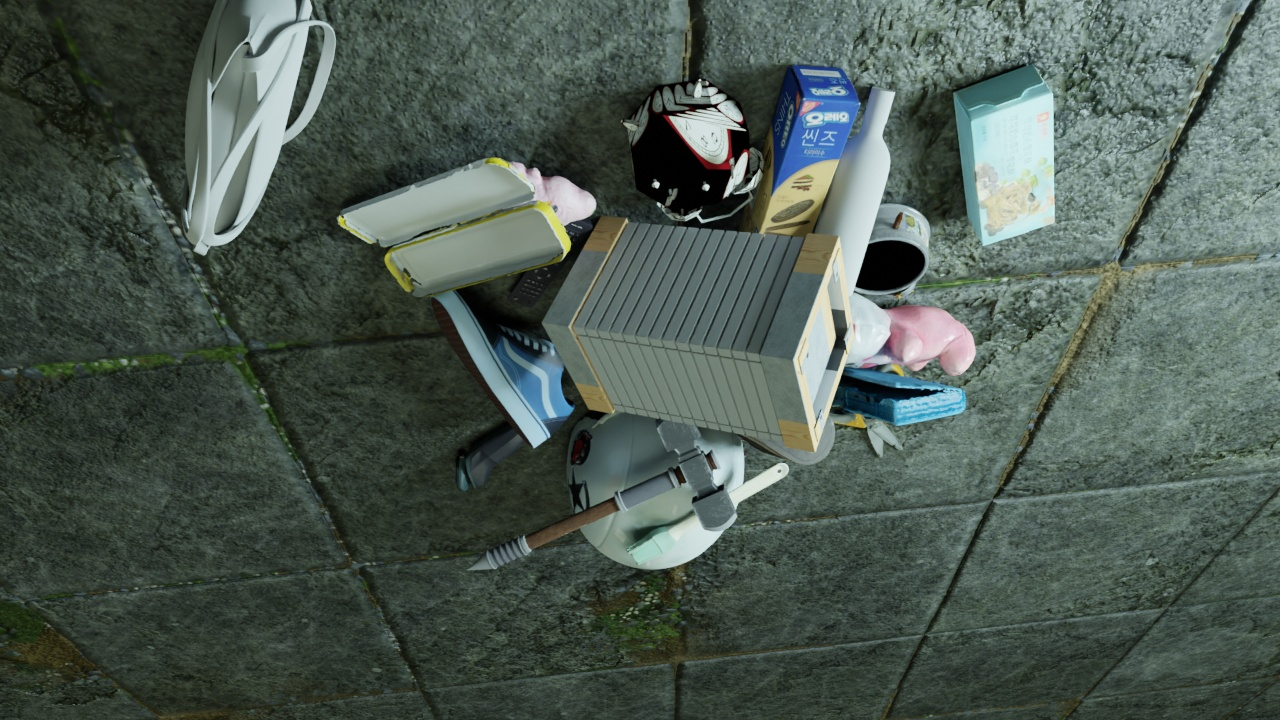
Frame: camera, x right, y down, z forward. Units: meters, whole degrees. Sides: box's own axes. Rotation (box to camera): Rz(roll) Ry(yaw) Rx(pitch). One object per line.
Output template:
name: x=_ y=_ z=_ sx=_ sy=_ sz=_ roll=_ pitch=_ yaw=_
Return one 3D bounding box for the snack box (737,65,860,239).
snack box: x=0.146 y=-0.176 z=0.878 sx=0.056 sy=0.057 sz=0.207 roll=1 pitch=139 yaw=-11

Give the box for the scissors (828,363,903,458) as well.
scissors: x=0.319 y=0.071 z=1.225 sx=0.162 sy=0.016 sz=0.225 roll=-34 pitch=136 yaw=25

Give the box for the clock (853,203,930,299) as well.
clock: x=0.260 y=-0.109 z=0.975 sx=0.104 sy=0.056 sz=0.148 roll=-17 pitch=140 yaw=26

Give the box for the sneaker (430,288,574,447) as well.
sneaker: x=-0.144 y=-0.010 z=1.033 sx=0.098 sy=0.083 sz=0.241 roll=-41 pitch=132 yaw=-14

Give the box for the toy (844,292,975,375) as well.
toy: x=0.257 y=-0.031 z=1.029 sx=0.213 sy=0.084 sz=0.142 roll=7 pitch=-179 yaw=-12

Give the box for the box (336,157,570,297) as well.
box: x=-0.177 y=-0.123 z=0.868 sx=0.210 sy=0.038 sz=0.130 roll=-10 pitch=139 yaw=31

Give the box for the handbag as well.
handbag: x=-0.303 y=-0.163 z=0.697 sx=0.095 sy=0.222 sz=0.216 roll=15 pitch=135 yaw=-23

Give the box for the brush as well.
brush: x=0.083 y=0.182 z=1.101 sx=0.217 sy=0.012 sz=0.033 roll=-31 pitch=124 yaw=1

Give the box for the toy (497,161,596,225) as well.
toy: x=-0.103 y=-0.149 z=0.877 sx=0.103 sy=0.050 sz=0.093 roll=-31 pitch=129 yaw=21

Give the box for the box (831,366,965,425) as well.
box: x=0.256 y=0.026 z=1.031 sx=0.093 sy=0.232 sz=0.048 roll=-10 pitch=99 yaw=-16

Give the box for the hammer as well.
hammer: x=-0.058 y=0.181 z=1.074 sx=0.322 sy=0.156 sz=0.043 roll=-25 pitch=180 yaw=5

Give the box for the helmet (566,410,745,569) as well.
helmet: x=0.025 y=0.169 z=1.182 sx=0.236 sy=0.163 sz=0.265 roll=9 pitch=136 yaw=-21

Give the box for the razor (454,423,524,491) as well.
razor: x=-0.189 y=0.119 z=1.184 sx=0.143 sy=0.047 sz=0.052 roll=-36 pitch=108 yaw=26

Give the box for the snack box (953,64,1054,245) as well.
snack box: x=0.356 y=-0.195 z=0.894 sx=0.075 sy=0.053 sz=0.175 roll=-18 pitch=140 yaw=11

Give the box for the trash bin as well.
trash bin: x=0.062 y=-0.030 z=0.892 sx=0.247 sy=0.142 sz=0.142 roll=9 pitch=146 yaw=26

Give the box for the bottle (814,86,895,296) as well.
bottle: x=0.204 y=-0.160 z=0.878 sx=0.052 sy=0.052 sz=0.195 roll=5 pitch=116 yaw=-14

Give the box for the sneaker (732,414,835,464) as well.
sneaker: x=0.113 y=0.039 z=1.091 sx=0.235 sy=0.095 sz=0.120 roll=28 pitch=176 yaw=-3

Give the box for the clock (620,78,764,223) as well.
clock: x=0.054 y=-0.180 z=0.853 sx=0.115 sy=0.065 sz=0.154 roll=-23 pitch=136 yaw=18

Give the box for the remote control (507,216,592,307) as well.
remote control: x=-0.096 y=-0.104 z=0.956 sx=0.032 sy=0.015 sz=0.137 roll=18 pitch=135 yaw=-27
